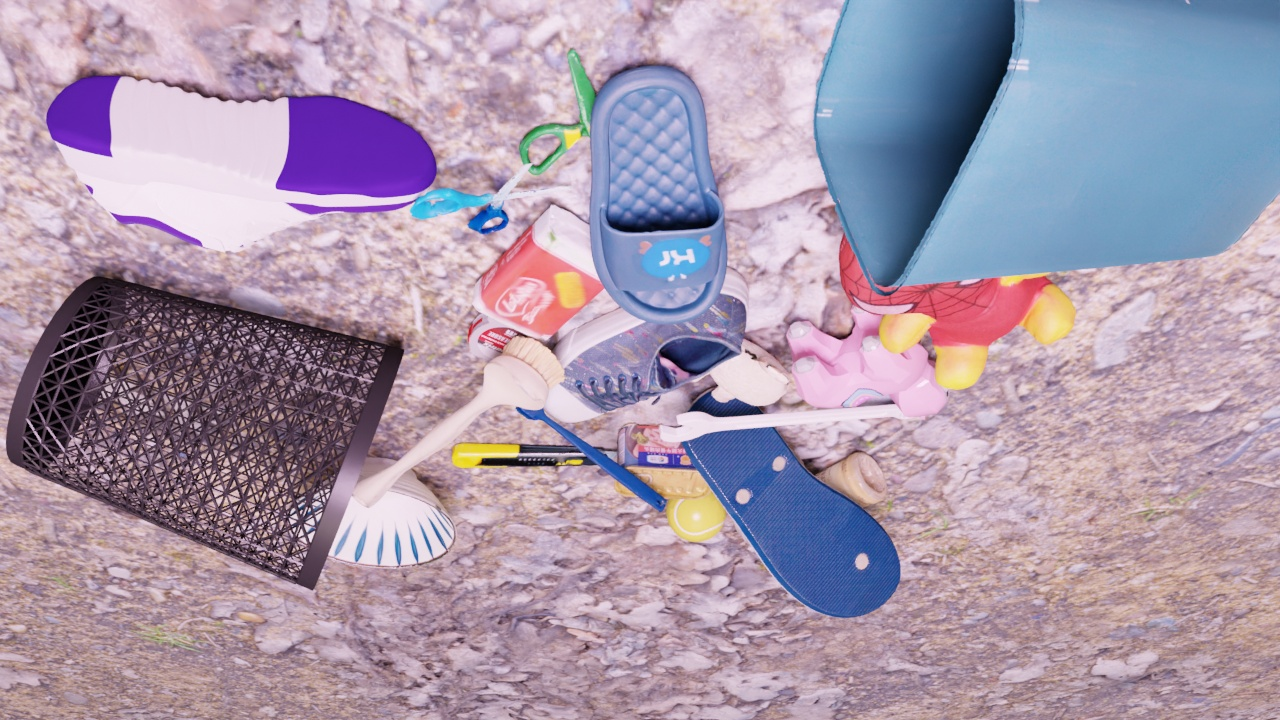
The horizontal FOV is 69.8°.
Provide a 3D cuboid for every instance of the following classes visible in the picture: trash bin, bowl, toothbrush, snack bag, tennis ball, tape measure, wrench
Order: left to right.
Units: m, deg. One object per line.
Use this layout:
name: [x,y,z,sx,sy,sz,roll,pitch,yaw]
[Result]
trash bin: [-0.353,0.050,0.765,0.243,0.216,0.218,21,136,-15]
bowl: [-0.282,0.153,0.983,0.177,0.070,0.178,0,141,0]
tape measure: [-0.119,-0.023,0.811,0.060,0.020,0.062,24,135,-27]
snack bag: [-0.075,-0.068,0.745,0.077,0.036,0.116,27,133,-30]
toothbrush: [-0.045,0.091,0.874,0.190,0.016,0.017,39,152,-25]
tennis ball: [0.061,0.166,1.007,0.065,0.065,0.065,0,141,0]
wrench: [0.149,0.055,0.870,0.273,0.009,0.047,-3,152,-16]
trash bin: [0.245,-0.156,0.534,0.218,0.196,0.200,0,142,-11]

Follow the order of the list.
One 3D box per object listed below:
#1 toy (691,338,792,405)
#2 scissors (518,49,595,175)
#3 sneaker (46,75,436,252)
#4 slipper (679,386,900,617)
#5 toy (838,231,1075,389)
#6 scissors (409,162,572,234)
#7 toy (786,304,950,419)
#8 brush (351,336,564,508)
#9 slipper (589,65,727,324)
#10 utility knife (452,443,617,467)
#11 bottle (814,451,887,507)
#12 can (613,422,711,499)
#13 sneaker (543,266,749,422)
toy: [0.096,0.010,0.824,0.087,0.050,0.113,37,143,-25]
scissors: [-0.027,-0.162,0.650,0.126,0.011,0.127,-32,133,32]
sneaker: [-0.269,-0.120,0.643,0.244,0.091,0.111,7,144,-7]
slipper: [0.142,0.147,0.919,0.295,0.118,0.060,48,164,-12]
toy: [0.233,-0.068,0.700,0.148,0.098,0.216,-37,130,23]
scissors: [-0.109,-0.115,0.666,0.127,0.014,0.133,-17,173,-25]
toy: [0.207,0.011,0.821,0.123,0.067,0.157,-22,140,26]
brush: [-0.174,0.064,0.829,0.273,0.077,0.062,-35,98,27]
slipper: [0.011,-0.106,0.659,0.104,0.059,0.214,-12,132,-1]
utility knife: [-0.110,0.101,0.964,0.174,0.020,0.029,0,142,-2]
bottle: [0.189,0.158,1.005,0.056,0.056,0.162,29,132,-31]
can: [0.023,0.102,0.934,0.100,0.058,0.054,3,140,-5]
sneaker: [-0.005,0.005,0.800,0.236,0.079,0.087,-31,132,32]
